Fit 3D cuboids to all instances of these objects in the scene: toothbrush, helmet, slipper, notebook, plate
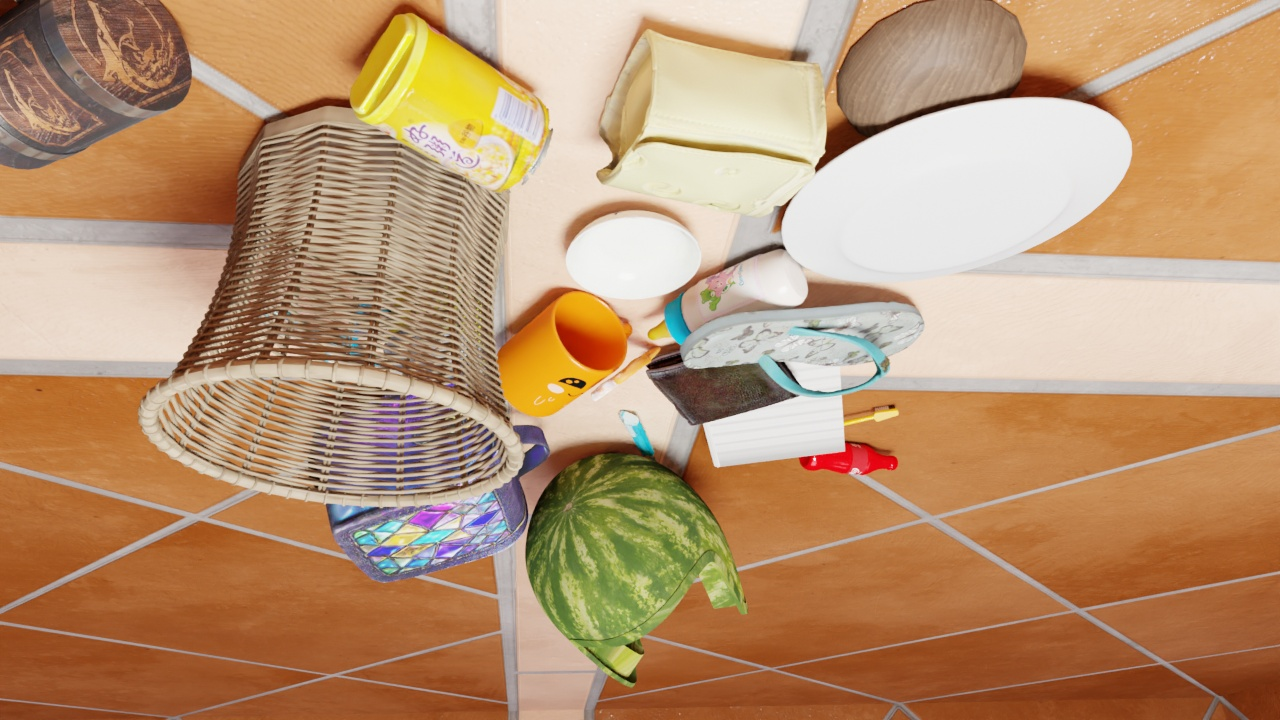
[{"bbox_3d":[0.183,0.078,1.007,0.197,0.030,0.031,-14,122,15],"label":"toothbrush"},{"bbox_3d":[-0.017,0.219,1.026,0.213,0.243,0.247,-33,141,6],"label":"helmet"},{"bbox_3d":[0.155,-0.008,0.768,0.268,0.054,0.098,0,150,-37],"label":"slipper"},{"bbox_3d":[0.130,0.041,0.926,0.143,0.009,0.210,-8,140,9],"label":"notebook"},{"bbox_3d":[0.224,-0.107,0.665,0.242,0.016,0.243,-5,158,-2],"label":"plate"},{"bbox_3d":[-0.006,-0.086,0.711,0.104,0.026,0.104,-1,149,-1],"label":"plate"}]

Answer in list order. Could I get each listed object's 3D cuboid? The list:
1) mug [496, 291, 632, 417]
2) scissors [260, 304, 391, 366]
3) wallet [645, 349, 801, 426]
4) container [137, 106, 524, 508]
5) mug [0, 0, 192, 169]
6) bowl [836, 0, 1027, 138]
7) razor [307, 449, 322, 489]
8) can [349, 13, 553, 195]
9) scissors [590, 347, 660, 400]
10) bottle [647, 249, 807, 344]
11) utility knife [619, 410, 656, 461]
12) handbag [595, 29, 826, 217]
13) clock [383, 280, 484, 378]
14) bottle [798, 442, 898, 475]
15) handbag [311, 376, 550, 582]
[{"bbox_3d":[-0.058,-0.008,0.809,0.112,0.077,0.096,-17,167,-46],"label":"mug"},{"bbox_3d":[-0.264,-0.022,0.820,0.138,0.011,0.134,-20,143,25],"label":"scissors"},{"bbox_3d":[0.078,0.016,0.864,0.120,0.031,0.099,-19,135,24],"label":"wallet"},{"bbox_3d":[-0.188,-0.030,0.614,0.227,0.195,0.227,0,153,0],"label":"container"},{"bbox_3d":[-0.329,-0.173,0.503,0.107,0.079,0.116,-15,120,23],"label":"mug"},{"bbox_3d":[0.184,-0.170,0.576,0.118,0.030,0.118,-2,150,-1],"label":"bowl"},{"bbox_3d":[-0.317,0.098,0.993,0.067,0.054,0.152,7,143,-36],"label":"razor"},{"bbox_3d":[-0.112,-0.151,0.550,0.068,0.067,0.105,-28,142,36],"label":"can"},{"bbox_3d":[-0.006,0.007,0.812,0.064,0.013,0.127,-35,-179,21],"label":"scissors"},{"bbox_3d":[0.065,-0.045,0.763,0.146,0.051,0.051,-22,145,31],"label":"bottle"},{"bbox_3d":[0.004,0.101,1.048,0.022,0.015,0.181,20,159,21],"label":"utility knife"},{"bbox_3d":[0.043,-0.139,0.572,0.119,0.081,0.111,6,162,-18],"label":"handbag"},{"bbox_3d":[-0.174,-0.018,0.786,0.083,0.057,0.119,1,149,-7],"label":"clock"},{"bbox_3d":[0.244,0.114,1.065,0.119,0.036,0.036,7,149,-17],"label":"bottle"},{"bbox_3d":[-0.202,0.119,0.943,0.222,0.125,0.205,-19,151,-9],"label":"handbag"}]
